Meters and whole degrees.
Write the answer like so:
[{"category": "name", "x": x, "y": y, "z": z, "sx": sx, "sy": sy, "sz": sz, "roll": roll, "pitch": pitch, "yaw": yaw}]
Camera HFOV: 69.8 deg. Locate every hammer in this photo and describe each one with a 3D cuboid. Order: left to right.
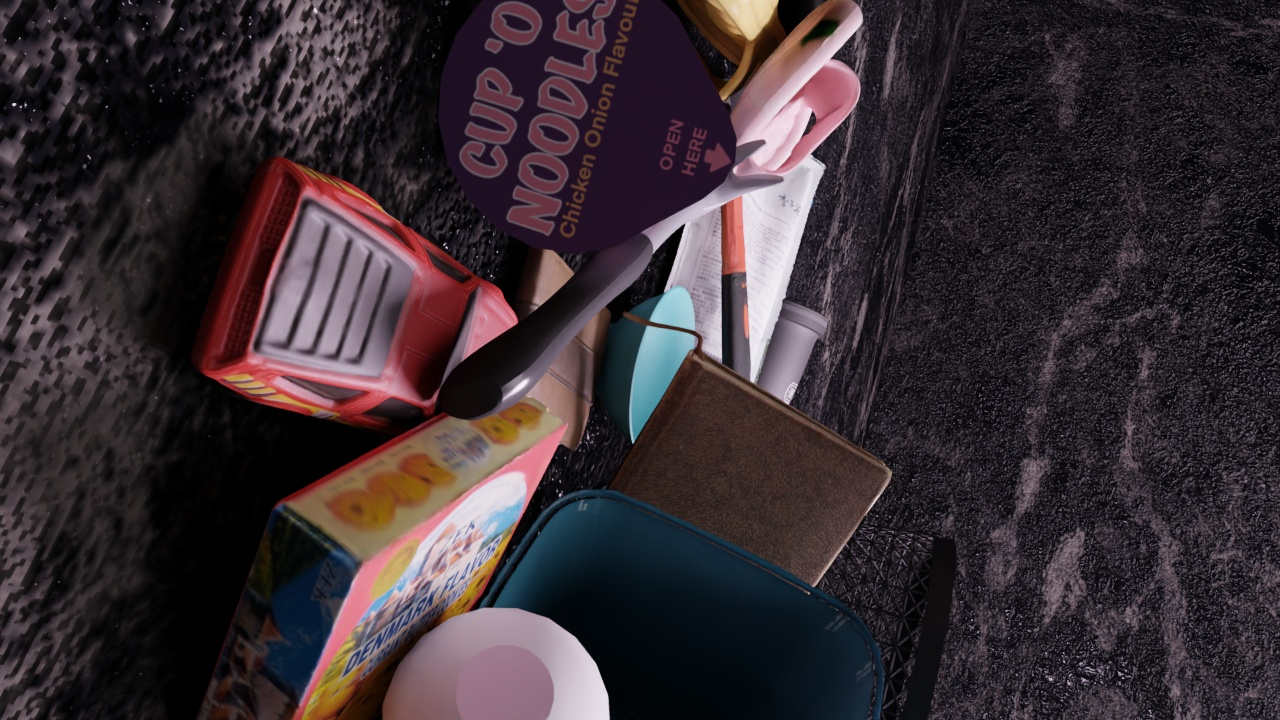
[{"category": "hammer", "x": -0.008, "y": -0.050, "z": 0.465, "sx": 0.029, "sy": 0.125, "sz": 0.309, "roll": 61, "pitch": 29, "yaw": -13}, {"category": "hammer", "x": 0.074, "y": -0.052, "z": 0.712, "sx": 0.132, "sy": 0.033, "sz": 0.333, "roll": 2, "pitch": 85, "yaw": -57}]

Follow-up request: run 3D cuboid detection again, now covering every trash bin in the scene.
[{"category": "trash bin", "x": -0.013, "y": 0.226, "z": 0.507, "sx": 0.196, "sy": 0.199, "sz": 0.219, "roll": -59, "pitch": 173, "yaw": -40}, {"category": "trash bin", "x": 0.095, "y": 0.211, "z": 0.721, "sx": 0.216, "sy": 0.243, "sz": 0.217, "roll": 15, "pitch": 89, "yaw": -75}]

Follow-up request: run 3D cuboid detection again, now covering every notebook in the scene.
[{"category": "notebook", "x": 0.025, "y": 0.102, "z": 0.588, "sx": 0.216, "sy": 0.190, "sz": 0.034, "roll": -58, "pitch": -178, "yaw": 17}]

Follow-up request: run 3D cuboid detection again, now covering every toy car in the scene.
[{"category": "toy car", "x": -0.100, "y": -0.010, "z": 0.371, "sx": 0.189, "sy": 0.056, "sz": 0.081, "roll": 41, "pitch": 65, "yaw": -71}]

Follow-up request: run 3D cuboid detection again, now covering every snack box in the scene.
[{"category": "snack box", "x": -0.103, "y": 0.092, "z": 0.371, "sx": 0.145, "sy": 0.040, "sz": 0.142, "roll": -62, "pitch": 167, "yaw": 25}]

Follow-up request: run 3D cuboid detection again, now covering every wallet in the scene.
[{"category": "wallet", "x": -0.051, "y": -0.003, "z": 0.547, "sx": 0.121, "sy": 0.027, "sz": 0.098, "roll": 41, "pitch": 61, "yaw": -68}]

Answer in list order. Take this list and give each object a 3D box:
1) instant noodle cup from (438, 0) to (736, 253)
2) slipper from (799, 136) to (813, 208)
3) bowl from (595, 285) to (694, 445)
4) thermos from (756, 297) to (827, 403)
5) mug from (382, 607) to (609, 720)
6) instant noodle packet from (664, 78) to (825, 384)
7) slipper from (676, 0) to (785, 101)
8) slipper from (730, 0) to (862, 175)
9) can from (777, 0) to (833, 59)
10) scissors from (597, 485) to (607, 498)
[{"category": "instant noodle cup", "x": -0.011, "y": -0.117, "z": 0.456, "sx": 0.121, "sy": 0.137, "sz": 0.122, "roll": -42, "pitch": 150, "yaw": -73}, {"category": "slipper", "x": 0.139, "y": -0.176, "z": 0.914, "sx": 0.104, "sy": 0.059, "sz": 0.213, "roll": 38, "pitch": 65, "yaw": -66}, {"category": "bowl", "x": -0.004, "y": 0.004, "z": 0.647, "sx": 0.121, "sy": 0.046, "sz": 0.121, "roll": 13, "pitch": 89, "yaw": -70}, {"category": "thermos", "x": 0.098, "y": 0.039, "z": 0.878, "sx": 0.218, "sy": 0.106, "sz": 0.105, "roll": -72, "pitch": 160, "yaw": -3}, {"category": "mug", "x": -0.073, "y": 0.148, "z": 0.358, "sx": 0.123, "sy": 0.090, "sz": 0.076, "roll": -11, "pitch": 145, "yaw": -23}, {"category": "instant noodle packet", "x": 0.078, "y": -0.087, "z": 0.787, "sx": 0.146, "sy": 0.057, "sz": 0.268, "roll": 31, "pitch": 70, "yaw": -39}, {"category": "slipper", "x": 0.028, "y": -0.200, "z": 0.535, "sx": 0.078, "sy": 0.099, "sz": 0.263, "roll": -42, "pitch": -177, "yaw": 11}, {"category": "slipper", "x": 0.096, "y": -0.158, "z": 0.592, "sx": 0.106, "sy": 0.055, "sz": 0.221, "roll": -47, "pitch": 176, "yaw": -3}, {"category": "can", "x": 0.124, "y": -0.306, "z": 0.762, "sx": 0.080, "sy": 0.080, "sz": 0.146, "roll": -53, "pitch": 149, "yaw": -49}, {"category": "scissors", "x": -0.032, "y": 0.153, "z": 0.713, "sx": 0.125, "sy": 0.013, "sz": 0.130, "roll": -43, "pitch": 145, "yaw": -61}]
